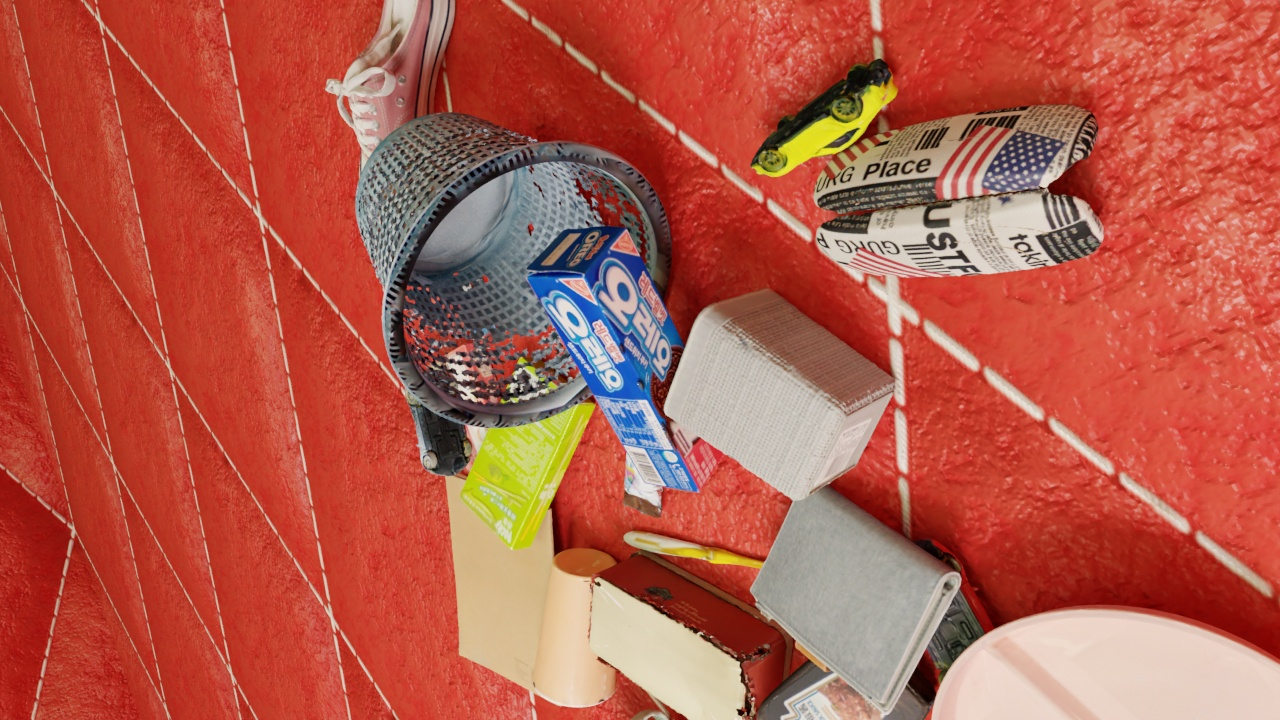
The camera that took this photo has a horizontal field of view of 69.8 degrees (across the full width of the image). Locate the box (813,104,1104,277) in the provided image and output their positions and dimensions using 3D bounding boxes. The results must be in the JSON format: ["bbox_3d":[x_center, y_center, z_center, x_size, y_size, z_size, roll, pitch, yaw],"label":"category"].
[{"bbox_3d":[0.178,-0.098,0.524,0.163,0.075,0.087,3,74,47],"label":"box"}]

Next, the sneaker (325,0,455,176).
[{"bbox_3d":[-0.243,-0.250,0.861,0.118,0.087,0.242,42,126,28],"label":"sneaker"}]

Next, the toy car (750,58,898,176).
[{"bbox_3d":[0.113,-0.145,0.571,0.032,0.048,0.105,45,137,-18],"label":"toy car"}]

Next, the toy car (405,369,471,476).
[{"bbox_3d":[-0.199,0.062,0.896,0.031,0.048,0.105,-9,95,49],"label":"toy car"}]

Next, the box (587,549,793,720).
[{"bbox_3d":[0.030,0.231,0.736,0.168,0.078,0.091,20,115,40],"label":"box"}]

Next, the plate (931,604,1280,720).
[{"bbox_3d":[0.278,0.234,0.504,0.230,0.028,0.230,14,116,32],"label":"plate"}]

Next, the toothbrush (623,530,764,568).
[{"bbox_3d":[0.052,0.157,0.735,0.192,0.018,0.016,1,101,45],"label":"toothbrush"}]

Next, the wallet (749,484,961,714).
[{"bbox_3d":[0.137,0.153,0.605,0.130,0.037,0.106,34,103,51],"label":"wallet"}]

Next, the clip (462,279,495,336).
[{"bbox_3d":[-0.156,-0.051,0.883,0.025,0.035,0.058,-12,97,48],"label":"clip"}]

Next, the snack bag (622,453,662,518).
[{"bbox_3d":[0.003,0.078,0.756,0.045,0.026,0.105,16,115,38],"label":"snack bag"}]

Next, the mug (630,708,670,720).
[{"bbox_3d":[0.010,0.356,0.771,0.082,0.106,0.111,-21,86,47],"label":"mug"}]

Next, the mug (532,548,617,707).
[{"bbox_3d":[-0.055,0.237,0.829,0.078,0.078,0.123,17,108,41],"label":"mug"}]

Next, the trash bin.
[{"bbox_3d":[-0.120,-0.093,0.717,0.195,0.226,0.227,45,130,43],"label":"trash bin"}]

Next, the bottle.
[{"bbox_3d":[0.113,0.270,0.643,0.195,0.044,0.080,-48,68,18],"label":"bottle"}]

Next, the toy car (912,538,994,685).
[{"bbox_3d":[0.198,0.164,0.583,0.049,0.031,0.106,-44,66,41],"label":"toy car"}]

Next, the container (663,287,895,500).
[{"bbox_3d":[0.094,0.022,0.608,0.114,0.090,0.090,36,125,28],"label":"container"}]

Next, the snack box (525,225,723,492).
[{"bbox_3d":[-0.004,0.004,0.651,0.057,0.058,0.207,4,134,40],"label":"snack box"}]

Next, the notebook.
[{"bbox_3d":[-0.136,0.226,0.912,0.150,0.012,0.212,12,111,39],"label":"notebook"}]

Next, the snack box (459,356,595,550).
[{"bbox_3d":[-0.106,0.084,0.836,0.086,0.026,0.156,35,108,34],"label":"snack box"}]

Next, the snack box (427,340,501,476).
[{"bbox_3d":[-0.161,0.063,0.913,0.075,0.025,0.153,-24,85,45],"label":"snack box"}]
